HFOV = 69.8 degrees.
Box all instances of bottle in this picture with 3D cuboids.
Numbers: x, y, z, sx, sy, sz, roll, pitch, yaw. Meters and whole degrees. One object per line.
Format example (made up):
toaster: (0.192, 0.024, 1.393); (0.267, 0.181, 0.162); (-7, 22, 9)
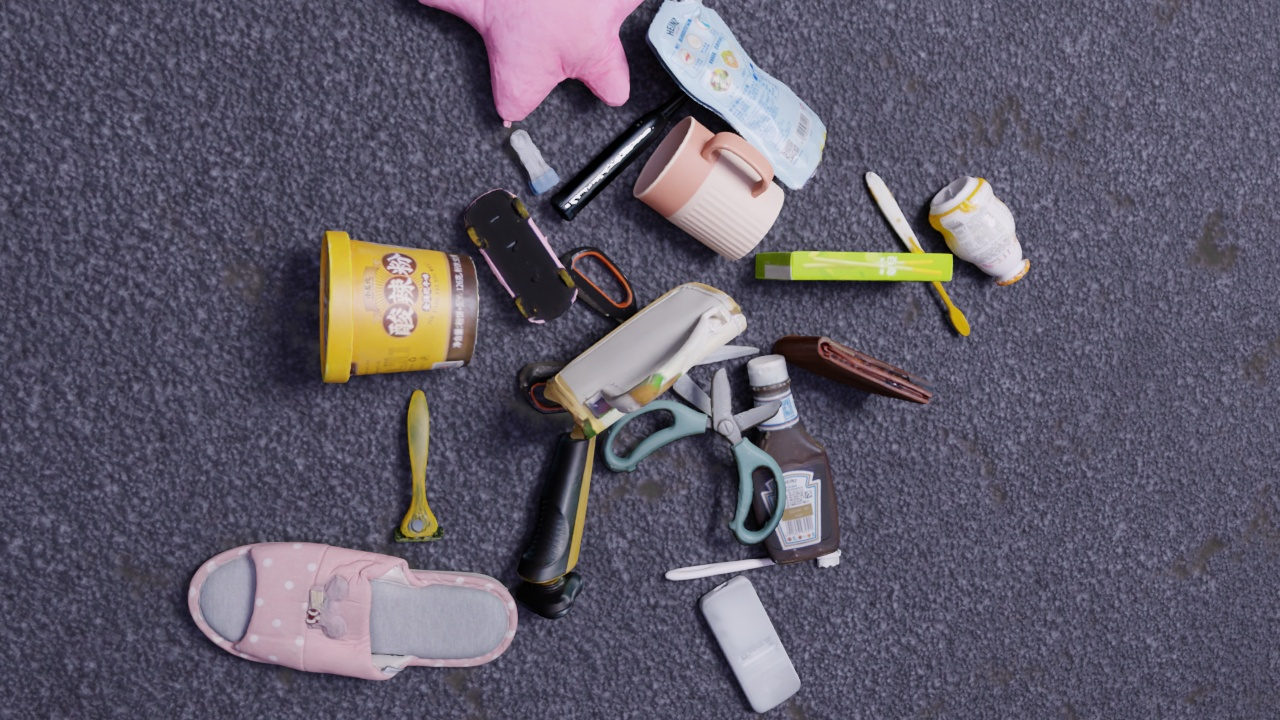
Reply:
bottle: (0.327, -0.121, 0.878); (0.063, 0.063, 0.108); (-44, 104, -6)
bottle: (0.135, 0.092, 0.861); (0.080, 0.044, 0.195); (-13, 101, -1)

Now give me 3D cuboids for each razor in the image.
razor: (-0.069, 0.144, 0.823); (0.067, 0.062, 0.167); (14, 87, -45)
razor: (-0.192, 0.092, 0.796); (0.043, 0.028, 0.132); (1, 95, -10)

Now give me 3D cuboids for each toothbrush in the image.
toothbrush: (0.110, 0.200, 0.888); (0.180, 0.016, 0.016); (-4, 103, -14)
toothbrush: (0.269, -0.102, 0.892); (0.016, 0.018, 0.191); (-37, 101, -10)
toothbrush: (0.004, -0.203, 0.808); (0.212, 0.026, 0.027); (-45, 117, -8)

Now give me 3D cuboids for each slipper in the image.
slipper: (-0.240, 0.217, 0.782); (0.274, 0.054, 0.114); (11, 94, -15)

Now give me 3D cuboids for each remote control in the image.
remote control: (0.107, 0.276, 0.892); (0.056, 0.020, 0.136); (-29, 102, -10)

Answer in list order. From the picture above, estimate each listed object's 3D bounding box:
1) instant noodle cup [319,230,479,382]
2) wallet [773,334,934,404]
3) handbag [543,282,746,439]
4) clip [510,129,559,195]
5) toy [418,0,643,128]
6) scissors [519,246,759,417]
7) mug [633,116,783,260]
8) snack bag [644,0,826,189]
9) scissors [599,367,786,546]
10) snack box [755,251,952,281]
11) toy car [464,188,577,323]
instant noodle cup: (-0.195, -0.041, 0.736); (0.114, 0.118, 0.118); (1, 96, -22)
wallet: (0.194, 0.005, 0.841); (0.124, 0.101, 0.032); (21, 89, -15)
handbag: (0.006, -0.002, 0.733); (0.163, 0.179, 0.063); (-36, 97, -12)
clip: (-0.093, -0.172, 0.792); (0.025, 0.036, 0.058); (-30, 102, -7)
toy: (-0.090, -0.281, 0.753); (0.194, 0.074, 0.178); (20, 94, -12)
scissors: (-0.005, -0.011, 0.831); (0.220, 0.022, 0.228); (-24, 101, -10)
mug: (0.067, -0.151, 0.786); (0.106, 0.115, 0.081); (33, 63, -17)
snack bag: (0.084, -0.237, 0.792); (0.191, 0.039, 0.110); (36, 58, -23)
scissors: (0.051, 0.095, 0.834); (0.170, 0.019, 0.171); (-10, 102, 3)
snack box: (0.193, -0.085, 0.838); (0.156, 0.086, 0.026); (0, 95, -13)
toy car: (-0.103, -0.089, 0.787); (0.056, 0.037, 0.122); (-33, 97, 1)
